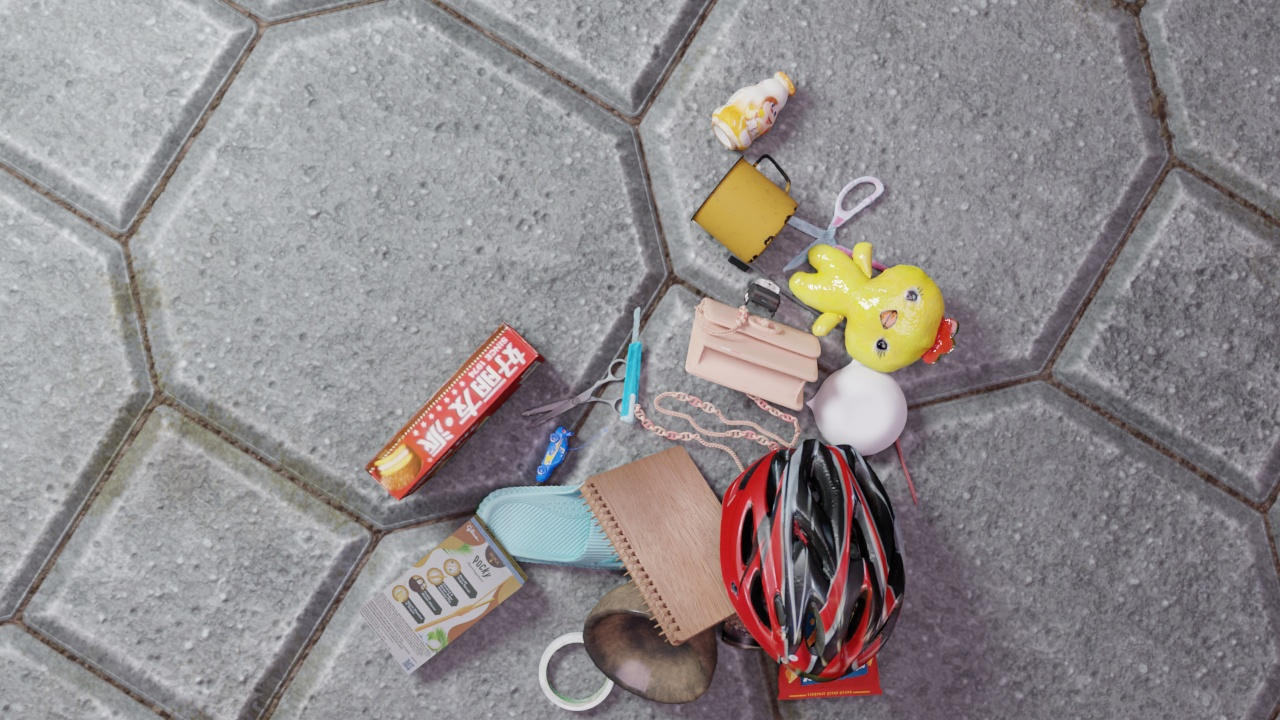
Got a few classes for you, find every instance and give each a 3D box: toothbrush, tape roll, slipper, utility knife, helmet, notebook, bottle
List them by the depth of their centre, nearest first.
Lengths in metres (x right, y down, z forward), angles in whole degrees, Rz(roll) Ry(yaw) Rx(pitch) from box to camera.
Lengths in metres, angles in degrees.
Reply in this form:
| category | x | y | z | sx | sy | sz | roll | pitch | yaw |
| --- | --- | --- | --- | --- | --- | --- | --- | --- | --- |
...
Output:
| category | x | y | z | sx | sy | sz | roll | pitch | yaw |
| --- | --- | --- | --- | --- | --- | --- | --- | --- | --- |
| helmet | 0.204 | 0.222 | 1.049 | 0.217 | 0.167 | 0.271 | 8 | 61 | -23 |
| notebook | 0.039 | 0.209 | 1.068 | 0.168 | 0.022 | 0.210 | -15 | 62 | -40 |
| slipper | -0.069 | 0.203 | 1.126 | 0.276 | 0.069 | 0.116 | 1 | 91 | 0 |
| bottle | 0.135 | 0.297 | 1.130 | 0.056 | 0.056 | 0.105 | 10 | 87 | -1 |
| tape roll | -0.079 | 0.387 | 1.143 | 0.094 | 0.018 | 0.094 | 0 | 88 | -1 |
| utility knife | -0.007 | 0.007 | 1.151 | 0.022 | 0.015 | 0.148 | 9 | 86 | -32 |
| bottle | 0.143 | -0.315 | 1.151 | 0.109 | 0.063 | 0.063 | -40 | 89 | -3 |
| toothbrush | 0.322 | 0.095 | 1.162 | 0.016 | 0.015 | 0.184 | -16 | 89 | 1 |
| toothbrush | 0.182 | -0.088 | 1.167 | 0.167 | 0.013 | 0.013 | 33 | 96 | 0 |

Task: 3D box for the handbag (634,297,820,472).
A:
| category | x | y | z | sx | sy | sz | roll | pitch | yaw |
| --- | --- | --- | --- | --- | --- | --- | --- | --- | --- |
| handbag | 0.109 | 0.024 | 1.150 | 0.198 | 0.116 | 0.188 | 19 | 125 | -4 |

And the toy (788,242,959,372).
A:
| category | x | y | z | sx | sy | sz | roll | pitch | yaw |
| --- | --- | --- | --- | --- | --- | --- | --- | --- | --- |
| toy | 0.286 | -0.067 | 1.129 | 0.207 | 0.092 | 0.134 | 31 | 99 | 5 |

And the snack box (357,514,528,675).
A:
| category | x | y | z | sx | sy | sz | roll | pitch | yaw |
| --- | --- | --- | --- | --- | --- | --- | --- | --- | --- |
| snack box | -0.241 | 0.286 | 1.120 | 0.186 | 0.031 | 0.101 | -39 | 89 | 9 |

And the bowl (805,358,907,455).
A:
| category | x | y | z | sx | sy | sz | roll | pitch | yaw |
| --- | --- | --- | --- | --- | --- | --- | --- | --- | --- |
| bowl | 0.273 | 0.064 | 1.134 | 0.115 | 0.050 | 0.114 | 0 | 93 | 8 |

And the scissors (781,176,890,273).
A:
| category | x | y | z | sx | sy | sz | roll | pitch | yaw |
| --- | --- | --- | --- | --- | --- | --- | --- | --- | --- |
| scissors | 0.257 | -0.166 | 1.172 | 0.170 | 0.013 | 0.175 | 27 | 89 | 3 |

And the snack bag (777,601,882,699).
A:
| category | x | y | z | sx | sy | sz | roll | pitch | yaw |
| --- | --- | --- | --- | --- | --- | --- | --- | --- | --- |
| snack bag | 0.233 | 0.347 | 1.137 | 0.131 | 0.039 | 0.144 | -2 | 98 | -2 |

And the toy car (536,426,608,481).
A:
| category | x | y | z | sx | sy | sz | roll | pitch | yaw |
| --- | --- | --- | --- | --- | --- | --- | --- | --- | --- |
| toy car | -0.086 | 0.117 | 1.143 | 0.062 | 0.033 | 0.092 | 21 | 88 | 7 |

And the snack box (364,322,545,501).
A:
| category | x | y | z | sx | sy | sz | roll | pitch | yaw |
| --- | --- | --- | --- | --- | --- | --- | --- | --- | --- |
| snack box | -0.219 | 0.061 | 1.105 | 0.060 | 0.113 | 0.236 | 43 | 88 | 0 |

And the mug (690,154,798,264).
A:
| category | x | y | z | sx | sy | sz | roll | pitch | yaw |
| --- | --- | --- | --- | --- | --- | --- | --- | --- | --- |
| mug | 0.137 | -0.191 | 1.127 | 0.094 | 0.100 | 0.123 | 39 | 85 | -1 |

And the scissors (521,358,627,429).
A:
| category | x | y | z | sx | sy | sz | roll | pitch | yaw |
| --- | --- | --- | --- | --- | --- | --- | --- | --- | --- |
| scissors | -0.072 | 0.037 | 1.158 | 0.159 | 0.014 | 0.120 | 6 | 89 | -4 |

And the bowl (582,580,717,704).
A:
| category | x | y | z | sx | sy | sz | roll | pitch | yaw |
| --- | --- | --- | --- | --- | --- | --- | --- | --- | --- |
| bowl | 0.017 | 0.327 | 1.090 | 0.162 | 0.070 | 0.162 | 13 | 128 | 18 |

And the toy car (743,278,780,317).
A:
| category | x | y | z | sx | sy | sz | roll | pitch | yaw |
| --- | --- | --- | --- | --- | --- | --- | --- | --- | --- |
| toy car | 0.152 | -0.079 | 1.125 | 0.040 | 0.092 | 0.037 | 26 | 101 | 1 |
